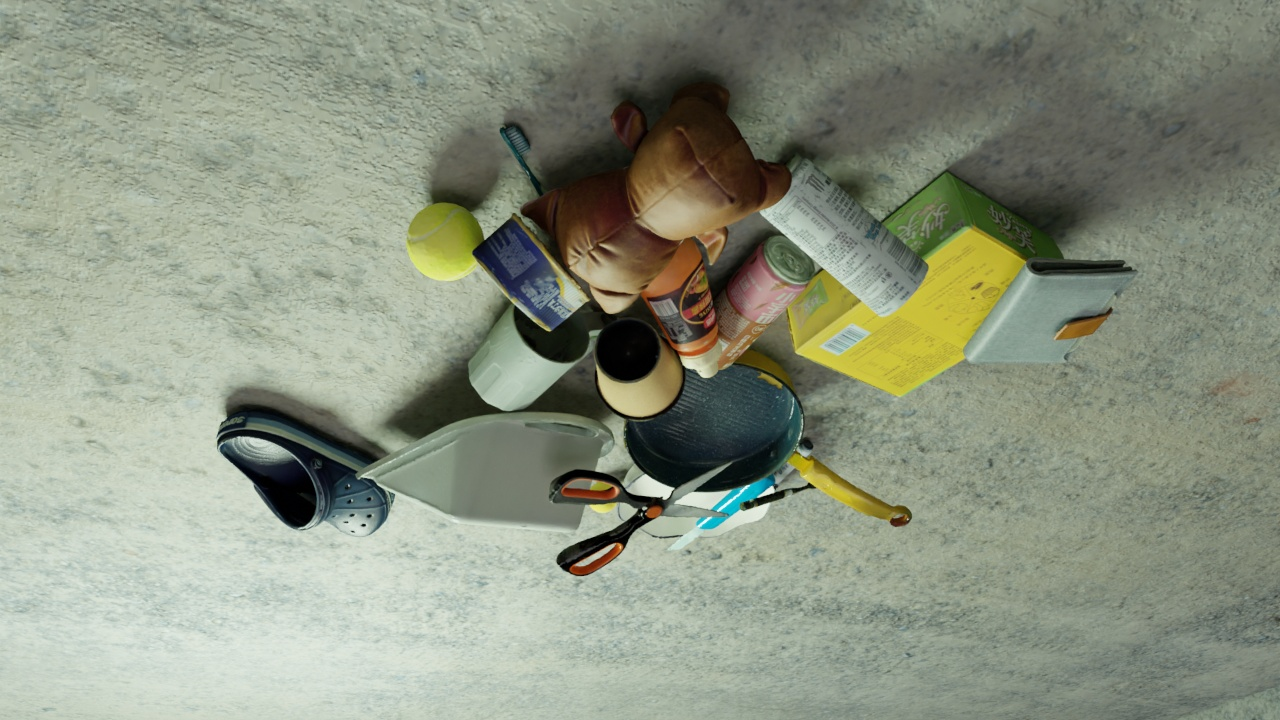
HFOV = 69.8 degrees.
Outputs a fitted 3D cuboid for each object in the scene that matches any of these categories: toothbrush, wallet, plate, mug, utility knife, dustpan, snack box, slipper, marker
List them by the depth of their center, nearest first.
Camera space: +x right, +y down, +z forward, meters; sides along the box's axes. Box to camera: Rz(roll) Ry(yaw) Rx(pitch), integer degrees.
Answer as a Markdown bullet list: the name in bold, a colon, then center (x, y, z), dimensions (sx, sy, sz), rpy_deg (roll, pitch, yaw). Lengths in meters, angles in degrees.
- **toothbrush**: center (-0.070, -0.130, 0.786), dimensions (0.018, 0.016, 0.192), rpy_deg (-24, 140, 9)
- **wallet**: center (0.364, -0.038, 0.815), dimensions (0.106, 0.037, 0.130), rpy_deg (1, 145, -8)
- **snack box**: center (0.266, -0.061, 0.864), dimensions (0.157, 0.070, 0.211), rpy_deg (20, 137, -30)
- **mug**: center (-0.096, -0.010, 0.906), dimensions (0.123, 0.083, 0.104), rpy_deg (-6, 154, -42)
- **dustpan**: center (-0.158, 0.106, 1.038), dimensions (0.222, 0.142, 0.258), rpy_deg (14, 180, -39)
- **slipper**: center (-0.385, 0.147, 1.075), dimensions (0.105, 0.095, 0.253), rpy_deg (-17, 139, 22)
- **toothbrush**: center (0.181, 0.166, 1.150), dimensions (0.185, 0.012, 0.017), rpy_deg (-5, 148, -50)
- **utility knife**: center (0.098, 0.196, 1.167), dimensions (0.034, 0.018, 0.224), rpy_deg (15, 138, -27)
- **marker**: center (0.186, 0.141, 1.177), dimensions (0.018, 0.022, 0.131), rpy_deg (-35, 165, -38)
- **plate**: center (0.070, 0.167, 1.181), dimensions (0.205, 0.045, 0.205), rpy_deg (-2, 144, -2)

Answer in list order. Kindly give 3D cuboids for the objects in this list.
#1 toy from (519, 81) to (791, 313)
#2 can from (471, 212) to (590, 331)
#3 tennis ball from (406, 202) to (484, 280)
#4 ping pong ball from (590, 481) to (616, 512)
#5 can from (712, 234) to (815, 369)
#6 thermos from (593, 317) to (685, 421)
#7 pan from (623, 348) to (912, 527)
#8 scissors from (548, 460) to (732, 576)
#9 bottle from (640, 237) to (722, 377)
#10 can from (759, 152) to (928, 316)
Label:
- **toy**: center (0.008, -0.126, 0.724), dimensions (0.200, 0.130, 0.140), rpy_deg (-35, 94, 30)
- **can**: center (-0.091, -0.072, 0.782), dimensions (0.049, 0.074, 0.148), rpy_deg (-40, 165, 1)
- **tennis ball**: center (-0.165, -0.100, 0.776), dimensions (0.065, 0.065, 0.066), rpy_deg (-2, 144, -2)
- **ping pong ball**: center (-0.049, 0.177, 1.188), dimensions (0.040, 0.040, 0.040), rpy_deg (-2, 144, -2)
- **can**: center (0.101, -0.052, 0.872), dimensions (0.058, 0.057, 0.148), rpy_deg (15, 140, -24)
- **thermos**: center (-0.005, 0.005, 0.880), dimensions (0.093, 0.093, 0.143), rpy_deg (-7, 167, 5)
- **pan**: center (0.151, 0.105, 1.025), dimensions (0.357, 0.078, 0.198), rpy_deg (20, 127, -19)
- **scissors**: center (-0.009, 0.166, 1.010), dimensions (0.220, 0.021, 0.233), rpy_deg (29, 113, -35)
- **bottle**: center (0.040, -0.045, 0.838), dimensions (0.067, 0.066, 0.149), rpy_deg (-16, 122, 16)
- **can**: center (0.165, -0.103, 0.755), dimensions (0.146, 0.058, 0.058), rpy_deg (40, 133, -4)
